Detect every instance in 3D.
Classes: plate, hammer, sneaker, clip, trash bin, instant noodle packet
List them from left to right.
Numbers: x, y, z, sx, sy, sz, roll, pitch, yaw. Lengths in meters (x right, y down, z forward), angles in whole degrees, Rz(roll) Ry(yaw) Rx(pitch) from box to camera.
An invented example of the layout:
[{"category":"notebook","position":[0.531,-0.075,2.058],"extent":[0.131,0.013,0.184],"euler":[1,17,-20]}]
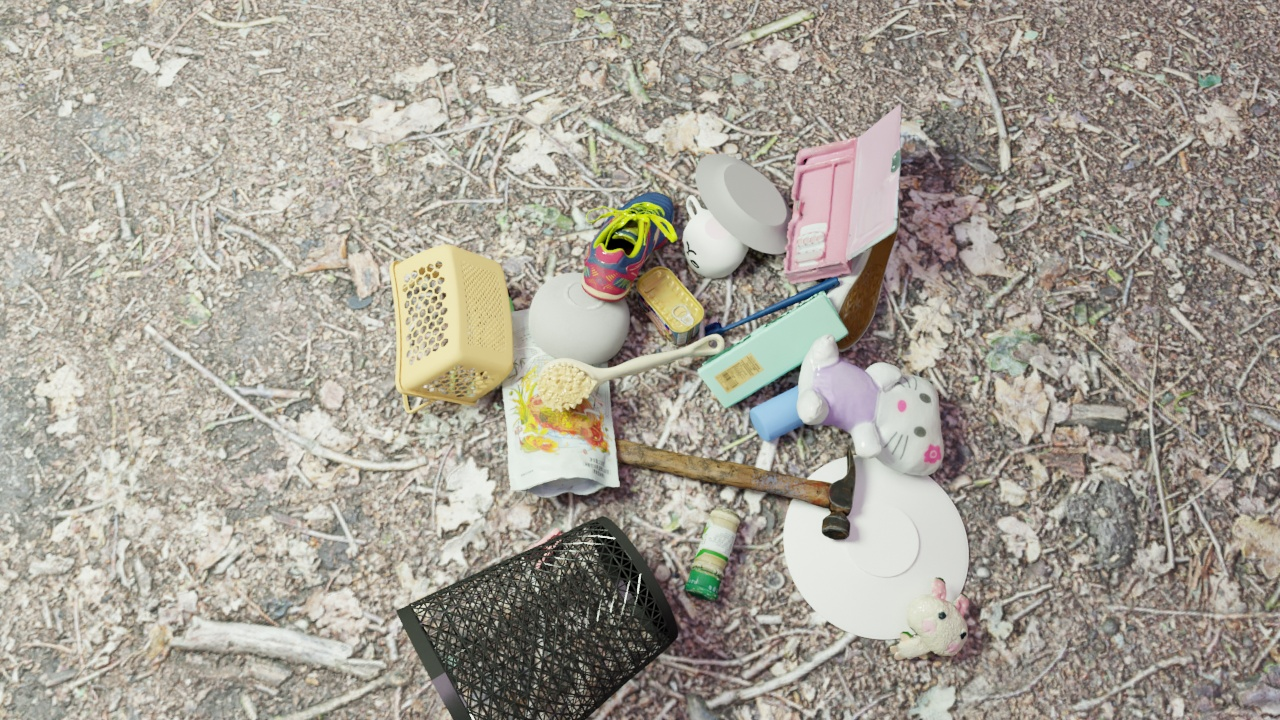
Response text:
[{"category":"trash bin","position":[-0.105,0.303,1.007],"extent":[0.242,0.217,0.217],"euler":[-29,72,-18]},{"category":"clip","position":[-0.113,0.233,1.125],"extent":[0.035,0.022,0.057],"euler":[42,72,18]},{"category":"instant noodle packet","position":[-0.106,0.041,1.170],"extent":[0.146,0.057,0.268],"euler":[-2,58,-11]},{"category":"sneaker","position":[-0.003,-0.174,1.209],"extent":[0.116,0.091,0.241],"euler":[18,42,8]},{"category":"hammer","position":[0.103,0.133,1.151],"extent":[0.330,0.033,0.119],"euler":[11,57,9]},{"category":"plate","position":[0.151,-0.222,1.254],"extent":[0.172,0.019,0.172],"euler":[21,48,-25]},{"category":"sneaker","position":[0.280,-0.117,1.247],"extent":[0.079,0.087,0.235],"euler":[10,68,40]},{"category":"plate","position":[0.293,0.222,1.127],"extent":[0.229,0.030,0.229],"euler":[0,69,0]}]

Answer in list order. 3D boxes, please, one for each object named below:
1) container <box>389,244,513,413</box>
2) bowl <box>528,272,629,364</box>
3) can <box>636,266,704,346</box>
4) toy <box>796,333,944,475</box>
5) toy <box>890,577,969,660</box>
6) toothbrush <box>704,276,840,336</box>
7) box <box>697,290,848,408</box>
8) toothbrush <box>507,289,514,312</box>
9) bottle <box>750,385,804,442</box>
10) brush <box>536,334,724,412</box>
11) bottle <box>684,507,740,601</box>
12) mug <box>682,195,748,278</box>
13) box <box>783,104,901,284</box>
[{"category":"container","position":[-0.257,-0.037,1.182],"extent":[0.167,0.129,0.183],"euler":[-26,63,35]},{"category":"bowl","position":[-0.077,-0.064,1.193],"extent":[0.131,0.065,0.131],"euler":[8,48,-9]},{"category":"can","position":[0.039,-0.070,1.224],"extent":[0.054,0.059,0.100],"euler":[-36,73,-13]},{"category":"toy","position":[0.284,0.064,1.138],"extent":[0.209,0.086,0.137],"euler":[23,63,-17]},{"category":"toy","position":[0.346,0.312,1.078],"extent":[0.087,0.050,0.112],"euler":[45,75,-16]},{"category":"toothbrush","position":[0.171,-0.071,1.211],"extent":[0.190,0.016,0.017],"euler":[-22,60,17]},{"category":"box","position":[0.164,-0.014,1.157],"extent":[0.189,0.079,0.077],"euler":[-31,72,14]},{"category":"toothbrush","position":[-0.161,-0.016,1.225],"extent":[0.014,0.017,0.188],"euler":[-10,68,-14]},{"category":"bottle","position":[0.209,0.056,1.182],"extent":[0.131,0.048,0.048],"euler":[-26,71,-10]},{"category":"brush","position":[-0.007,0.007,1.159],"extent":[0.271,0.062,0.077],"euler":[-14,26,-26]},{"category":"bottle","position":[0.089,0.234,1.115],"extent":[0.043,0.043,0.109],"euler":[19,69,7]},{"category":"mug","position":[0.095,-0.176,1.256],"extent":[0.090,0.076,0.124],"euler":[-26,71,-10]},{"category":"box","position":[0.279,-0.217,1.227],"extent":[0.055,0.180,0.232],"euler":[37,52,-33]}]
